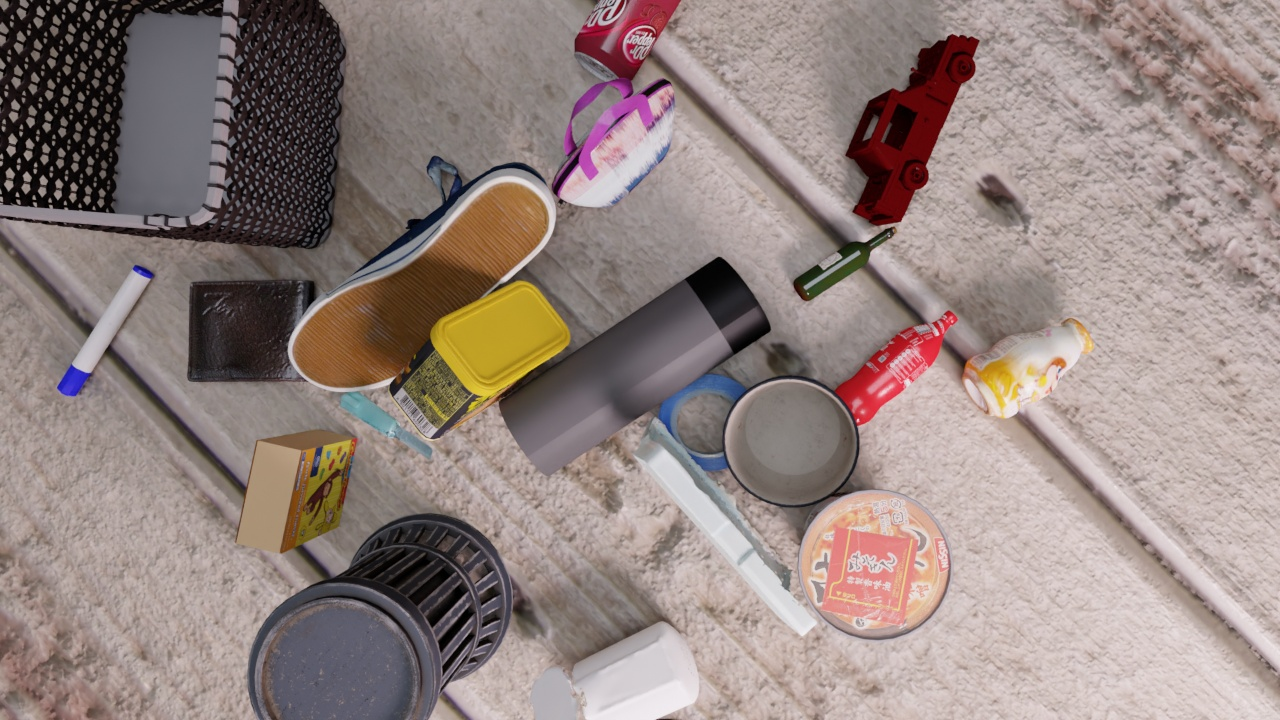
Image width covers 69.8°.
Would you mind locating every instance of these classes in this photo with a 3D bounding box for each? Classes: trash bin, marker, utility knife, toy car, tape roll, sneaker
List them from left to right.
[{"bbox_3d":[-0.519,-0.028,0.890,0.020,0.020,0.141,34,92,3],"label":"marker"},{"bbox_3d":[-0.230,0.057,0.823,0.169,0.015,0.022,22,82,46],"label":"utility knife"},{"bbox_3d":[-0.211,0.229,0.768,0.164,0.227,0.164,0,90,3],"label":"trash bin"},{"bbox_3d":[-0.203,-0.087,0.848,0.295,0.127,0.120,-36,115,13],"label":"sneaker"},{"bbox_3d":[0.064,0.057,0.856,0.093,0.016,0.091,-38,88,3],"label":"tape roll"},{"bbox_3d":[0.234,-0.209,0.817,0.062,0.070,0.170,23,92,-9],"label":"toy car"}]

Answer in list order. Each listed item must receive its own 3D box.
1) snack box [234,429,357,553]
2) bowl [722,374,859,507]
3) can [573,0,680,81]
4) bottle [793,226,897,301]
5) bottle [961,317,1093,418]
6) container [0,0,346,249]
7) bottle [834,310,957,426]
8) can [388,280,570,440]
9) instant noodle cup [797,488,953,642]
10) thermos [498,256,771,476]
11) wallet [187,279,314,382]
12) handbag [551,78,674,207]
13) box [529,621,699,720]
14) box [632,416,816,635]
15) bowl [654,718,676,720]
[{"bbox_3d":[-0.305,0.114,0.824,0.040,0.126,0.088,12,91,3],"label":"snack box"},{"bbox_3d":[0.133,0.065,0.808,0.115,0.059,0.115,2,101,12],"label":"bowl"},{"bbox_3d":[-0.009,-0.313,0.835,0.063,0.063,0.114,32,92,3],"label":"can"},{"bbox_3d":[0.190,-0.092,0.844,0.106,0.025,0.025,-33,88,3],"label":"bottle"},{"bbox_3d":[0.346,0.004,0.817,0.109,0.063,0.063,-31,88,2],"label":"bottle"},{"bbox_3d":[-0.404,-0.224,0.770,0.247,0.243,0.245,5,90,3],"label":"container"},{"bbox_3d":[0.231,0.006,0.833,0.141,0.042,0.042,-42,88,3],"label":"bottle"},{"bbox_3d":[-0.141,0.001,0.799,0.072,0.130,0.101,52,129,2],"label":"can"},{"bbox_3d":[0.192,0.165,0.796,0.123,0.121,0.123,0,90,3],"label":"instant noodle cup"},{"bbox_3d":[-0.005,0.005,0.827,0.240,0.082,0.082,-33,88,3],"label":"thermos"},{"bbox_3d":[-0.373,-0.028,0.877,0.120,0.031,0.099,1,87,4],"label":"wallet"},{"bbox_3d":[-0.027,-0.193,0.784,0.144,0.170,0.068,-44,88,2],"label":"handbag"},{"bbox_3d":[-0.030,0.299,0.829,0.161,0.092,0.081,-27,69,5],"label":"box"},{"bbox_3d":[0.068,0.139,0.784,0.043,0.136,0.197,-40,97,4],"label":"box"},{"bbox_3d":[0.023,0.401,0.843,0.124,0.052,0.124,0,90,3],"label":"bowl"}]
